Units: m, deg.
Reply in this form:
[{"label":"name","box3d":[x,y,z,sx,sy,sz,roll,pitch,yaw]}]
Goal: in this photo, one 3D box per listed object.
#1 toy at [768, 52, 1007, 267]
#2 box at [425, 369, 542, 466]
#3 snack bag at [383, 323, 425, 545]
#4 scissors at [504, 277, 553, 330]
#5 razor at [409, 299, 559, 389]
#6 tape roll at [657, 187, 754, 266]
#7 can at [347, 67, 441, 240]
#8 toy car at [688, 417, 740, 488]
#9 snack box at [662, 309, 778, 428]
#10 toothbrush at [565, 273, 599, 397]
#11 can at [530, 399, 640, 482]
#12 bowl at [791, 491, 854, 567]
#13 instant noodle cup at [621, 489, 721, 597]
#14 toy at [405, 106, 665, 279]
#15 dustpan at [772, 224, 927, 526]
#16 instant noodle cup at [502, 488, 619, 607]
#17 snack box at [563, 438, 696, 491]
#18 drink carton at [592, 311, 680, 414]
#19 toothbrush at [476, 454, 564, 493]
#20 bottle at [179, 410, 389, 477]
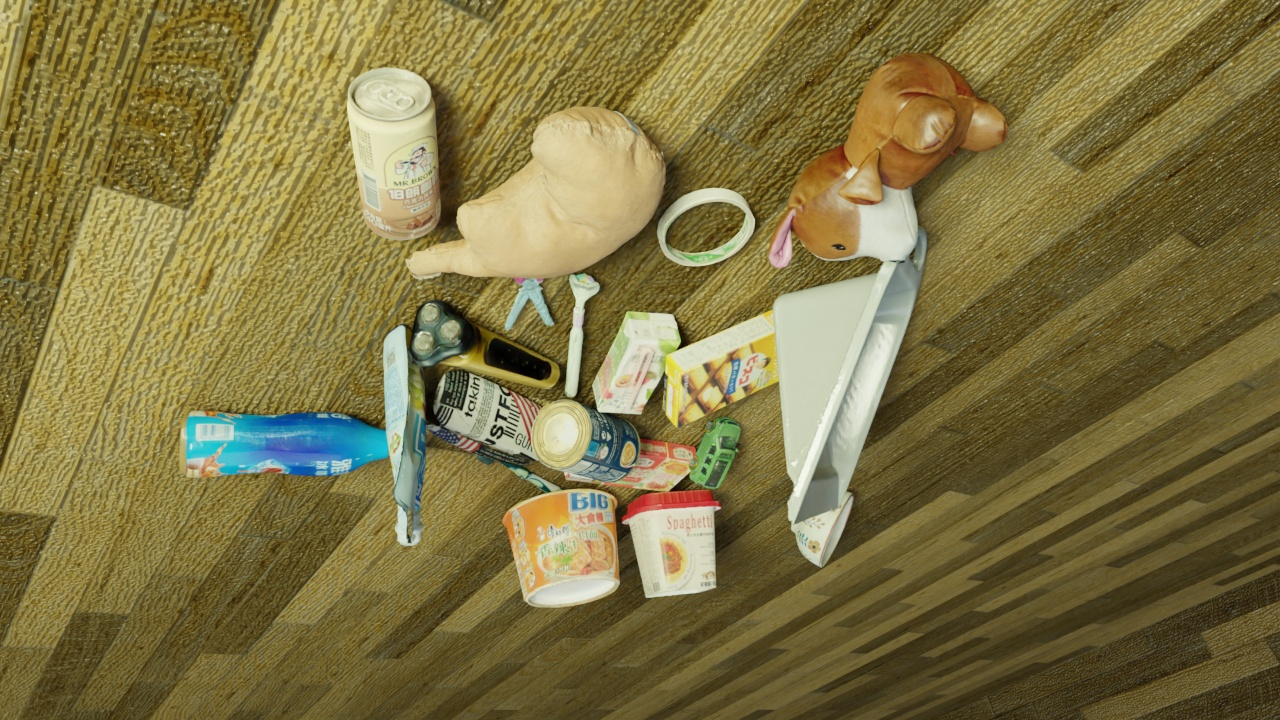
[{"label":"toy","box3d":[0.194,-0.143,0.741,0.139,0.130,0.200,-10,158,-41]},{"label":"box","box3d":[-0.171,0.069,0.966,0.088,0.076,0.162,-10,155,35]},{"label":"snack bag","box3d":[-0.212,0.069,0.829,0.038,0.190,0.111,1,142,-18]},{"label":"scissors","box3d":[-0.091,-0.073,0.823,0.113,0.017,0.134,-21,144,2]},{"label":"razor","box3d":[-0.141,-0.006,0.870,0.068,0.062,0.167,-2,163,40]},{"label":"tape roll","box3d":[0.058,-0.117,0.813,0.085,0.013,0.086,-9,145,-7]},{"label":"can","box3d":[-0.175,-0.145,0.658,0.058,0.058,0.116,-5,144,-13]},{"label":"toy car","box3d":[0.092,0.112,1.107,0.043,0.036,0.091,10,107,-30]},{"label":"snack box","box3d":[0.089,0.007,0.939,0.140,0.033,0.087,-25,143,-23]},{"label":"toothbrush","box3d":[-0.062,-0.018,0.908,0.029,0.020,0.190,20,144,6]},{"label":"can","box3d":[-0.058,0.088,0.989,0.075,0.075,0.111,-28,155,19]},{"label":"bowl","box3d":[0.254,0.230,1.306,0.062,0.113,0.113,24,154,23]},{"label":"instant noodle cup","box3d":[0.044,0.240,1.192,0.116,0.124,0.117,0,162,-18]},{"label":"toy","box3d":[-0.081,-0.108,0.718,0.227,0.082,0.143,-34,145,28]},{"label":"dustpan","box3d":[0.216,0.011,0.865,0.143,0.257,0.222,-10,172,22]},{"label":"instant noodle cup","box3d":[-0.094,0.243,1.167,0.151,0.111,0.152,-9,152,-5]},{"label":"snack box","box3d":[-0.011,0.125,1.118,0.152,0.025,0.075,12,138,-32]},{"label":"drink carton","box3d":[-0.006,0.005,0.936,0.053,0.045,0.123,4,141,-22]},{"label":"toothbrush","box3d":[-0.138,0.141,1.106,0.016,0.018,0.191,-27,143,18]},{"label":"bottle","box3d":[-0.338,0.083,0.918,0.218,0.065,0.065,2,142,-23]}]
